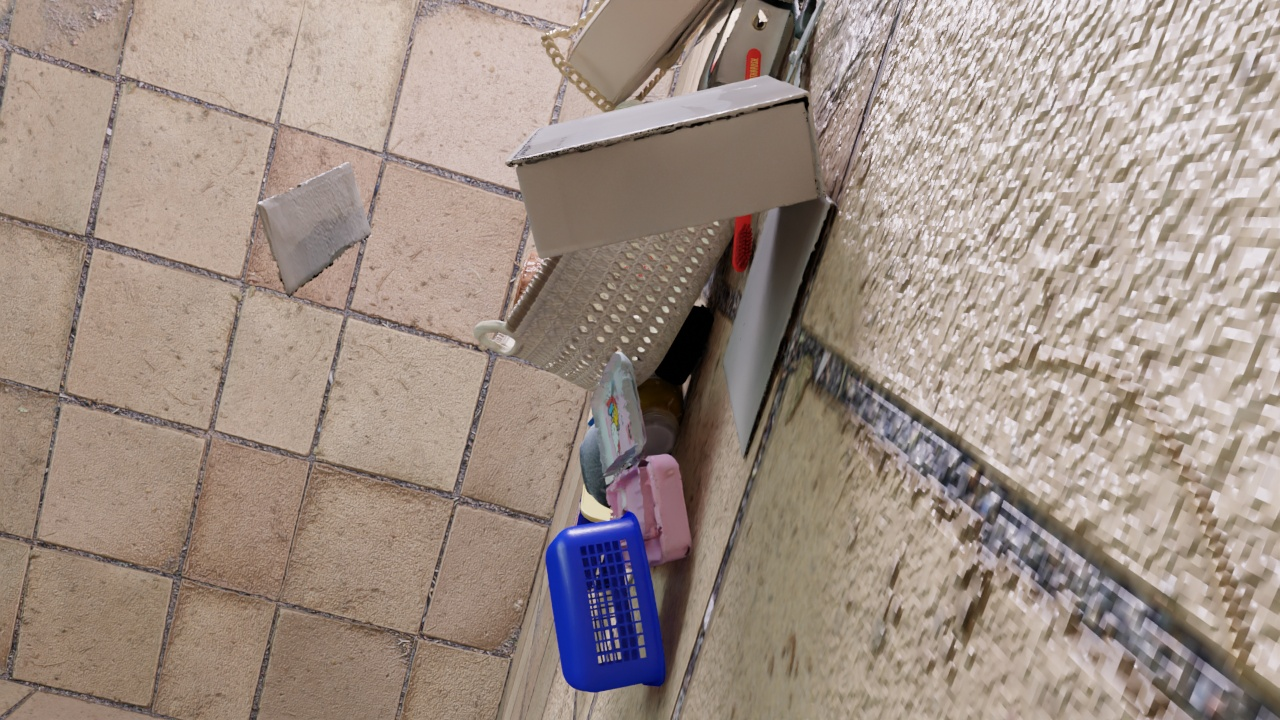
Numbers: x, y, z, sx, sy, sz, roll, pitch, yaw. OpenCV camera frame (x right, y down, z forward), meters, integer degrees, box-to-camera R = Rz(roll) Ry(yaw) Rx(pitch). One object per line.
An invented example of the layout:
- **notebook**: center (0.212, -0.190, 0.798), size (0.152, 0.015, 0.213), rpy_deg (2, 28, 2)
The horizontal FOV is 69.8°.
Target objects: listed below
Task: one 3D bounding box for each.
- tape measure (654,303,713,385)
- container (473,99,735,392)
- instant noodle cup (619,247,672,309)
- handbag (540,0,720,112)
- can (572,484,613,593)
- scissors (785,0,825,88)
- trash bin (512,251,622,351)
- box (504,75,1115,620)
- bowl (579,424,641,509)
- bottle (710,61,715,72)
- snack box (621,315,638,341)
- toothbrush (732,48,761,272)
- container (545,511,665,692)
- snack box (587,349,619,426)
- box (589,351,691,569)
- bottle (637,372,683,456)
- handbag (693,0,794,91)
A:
- **tape measure**: center (0.038, -0.008, 0.797), size (0.061, 0.034, 0.061), rpy_deg (-64, 2, -32)
- **container**: center (-0.021, -0.088, 0.802), size (0.245, 0.143, 0.185), rpy_deg (-60, 8, -15)
- **instant noodle cup**: center (0.002, -0.116, 1.127), size (0.122, 0.123, 0.123), rpy_deg (72, -147, -82)
- **handbag**: center (0.016, -0.343, 0.874), size (0.209, 0.103, 0.210), rpy_deg (-45, 10, 15)
- **can**: center (-0.047, 0.190, 1.021), size (0.116, 0.056, 0.092), rpy_deg (-89, 14, -71)
- **scissors**: center (0.121, -0.246, 0.728), size (0.202, 0.015, 0.202), rpy_deg (116, 170, -68)
- **trash bin**: center (-0.093, -0.086, 1.485), size (0.151, 0.210, 0.151), rpy_deg (-167, 93, -86)
- **box**: center (0.104, -0.008, 0.597), size (0.174, 0.422, 0.167), rpy_deg (-35, 16, 13)
- **bowl**: center (-0.026, 0.098, 0.868), size (0.110, 0.055, 0.110), rpy_deg (-9, -92, -85)
- **bottle**: center (0.093, -0.289, 1.005), size (0.044, 0.044, 0.108), rpy_deg (111, 172, -46)
- **snack box**: center (-0.013, 0.002, 1.295), size (0.143, 0.040, 0.148), rpy_deg (-80, 8, -48)
- **toothbrush**: center (0.087, -0.168, 0.734), size (0.018, 0.012, 0.212), rpy_deg (114, 164, -67)
- **container**: center (-0.028, 0.167, 0.623), size (0.096, 0.058, 0.114), rpy_deg (122, 139, -69)
- **snack box**: center (-0.006, 0.006, 1.037), size (0.152, 0.034, 0.087), rpy_deg (-51, 18, 36)
- **box**: center (-0.006, 0.085, 0.711), size (0.201, 0.038, 0.152), rpy_deg (124, 138, -74)
- **bottle**: center (0.013, 0.034, 0.843), size (0.186, 0.053, 0.053), rpy_deg (-90, 16, -71)
- **handbag**: center (0.101, -0.323, 0.850), size (0.151, 0.074, 0.176), rpy_deg (-95, 25, -78)
